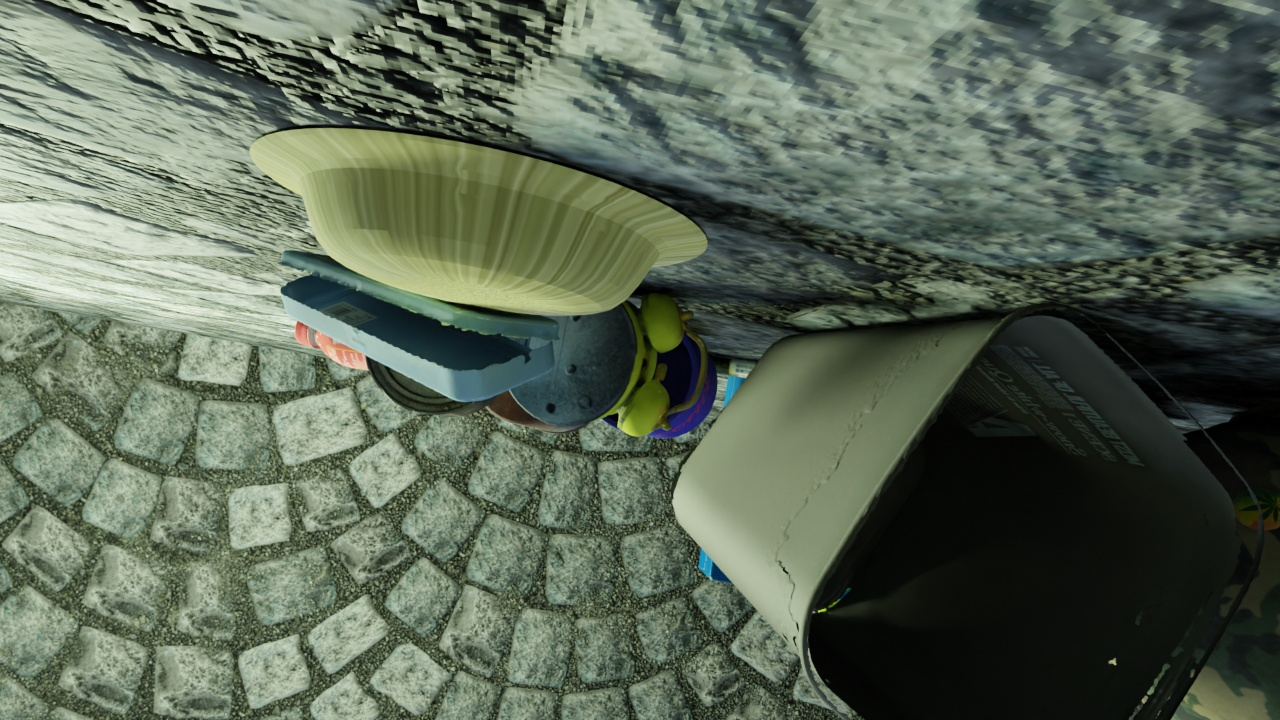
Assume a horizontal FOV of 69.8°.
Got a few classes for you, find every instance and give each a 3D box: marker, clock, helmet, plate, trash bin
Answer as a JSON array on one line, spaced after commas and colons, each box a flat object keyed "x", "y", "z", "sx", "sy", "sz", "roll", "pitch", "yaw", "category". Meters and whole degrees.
[{"x": 0.121, "y": 0.012, "z": 0.783, "sx": 0.146, "sy": 0.017, "sz": 0.017, "roll": 8, "pitch": 175, "yaw": 16, "category": "marker"}, {"x": -0.021, "y": -0.002, "z": 0.520, "sx": 0.119, "sy": 0.083, "sz": 0.057, "roll": 11, "pitch": -179, "yaw": 19, "category": "clock"}, {"x": 0.373, "y": 0.128, "z": 0.497, "sx": 0.236, "sy": 0.193, "sz": 0.224, "roll": -17, "pitch": -139, "yaw": -9, "category": "helmet"}, {"x": -0.067, "y": -0.044, "z": 0.380, "sx": 0.184, "sy": 0.036, "sz": 0.184, "roll": 9, "pitch": 175, "yaw": 1, "category": "plate"}, {"x": 0.141, "y": 0.085, "z": 0.490, "sx": 0.197, "sy": 0.197, "sz": 0.220, "roll": 39, "pitch": 173, "yaw": -18, "category": "trash bin"}]

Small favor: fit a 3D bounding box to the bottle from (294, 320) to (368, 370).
[{"x": -0.272, "y": -0.022, "z": 0.897, "sx": 0.138, "sy": 0.062, "sz": 0.062, "roll": 9, "pitch": 175, "yaw": 17, "category": "bottle"}]

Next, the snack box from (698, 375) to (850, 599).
[{"x": 0.186, "y": 0.119, "z": 0.852, "sx": 0.239, "sy": 0.195, "sz": 0.056, "roll": 10, "pitch": 175, "yaw": -7, "category": "snack box"}]

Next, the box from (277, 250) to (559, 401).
[{"x": -0.127, "y": -0.036, "z": 0.498, "sx": 0.066, "sy": 0.052, "sz": 0.210, "roll": -24, "pitch": -149, "yaw": -38, "category": "box"}]

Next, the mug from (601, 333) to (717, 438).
[{"x": -0.004, "y": 0.004, "z": 0.648, "sx": 0.111, "sy": 0.079, "sz": 0.083, "roll": 37, "pitch": -177, "yaw": 15, "category": "mug"}]

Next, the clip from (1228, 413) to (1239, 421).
[{"x": 0.455, "y": 0.078, "z": 0.620, "sx": 0.125, "sy": 0.089, "sz": 0.151, "roll": 11, "pitch": 165, "yaw": 11, "category": "clip"}]

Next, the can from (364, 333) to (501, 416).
[{"x": -0.131, "y": -0.008, "z": 0.611, "sx": 0.090, "sy": 0.090, "sz": 0.074, "roll": 10, "pitch": 175, "yaw": -2, "category": "can"}]

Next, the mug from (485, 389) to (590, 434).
[{"x": -0.062, "y": 0.018, "z": 0.724, "sx": 0.123, "sy": 0.096, "sz": 0.110, "roll": 23, "pitch": -178, "yaw": 12, "category": "mug"}]

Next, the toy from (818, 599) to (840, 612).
[{"x": 0.212, "y": 0.241, "z": 0.868, "sx": 0.093, "sy": 0.036, "sz": 0.094, "roll": 14, "pitch": 172, "yaw": 13, "category": "toy"}]
